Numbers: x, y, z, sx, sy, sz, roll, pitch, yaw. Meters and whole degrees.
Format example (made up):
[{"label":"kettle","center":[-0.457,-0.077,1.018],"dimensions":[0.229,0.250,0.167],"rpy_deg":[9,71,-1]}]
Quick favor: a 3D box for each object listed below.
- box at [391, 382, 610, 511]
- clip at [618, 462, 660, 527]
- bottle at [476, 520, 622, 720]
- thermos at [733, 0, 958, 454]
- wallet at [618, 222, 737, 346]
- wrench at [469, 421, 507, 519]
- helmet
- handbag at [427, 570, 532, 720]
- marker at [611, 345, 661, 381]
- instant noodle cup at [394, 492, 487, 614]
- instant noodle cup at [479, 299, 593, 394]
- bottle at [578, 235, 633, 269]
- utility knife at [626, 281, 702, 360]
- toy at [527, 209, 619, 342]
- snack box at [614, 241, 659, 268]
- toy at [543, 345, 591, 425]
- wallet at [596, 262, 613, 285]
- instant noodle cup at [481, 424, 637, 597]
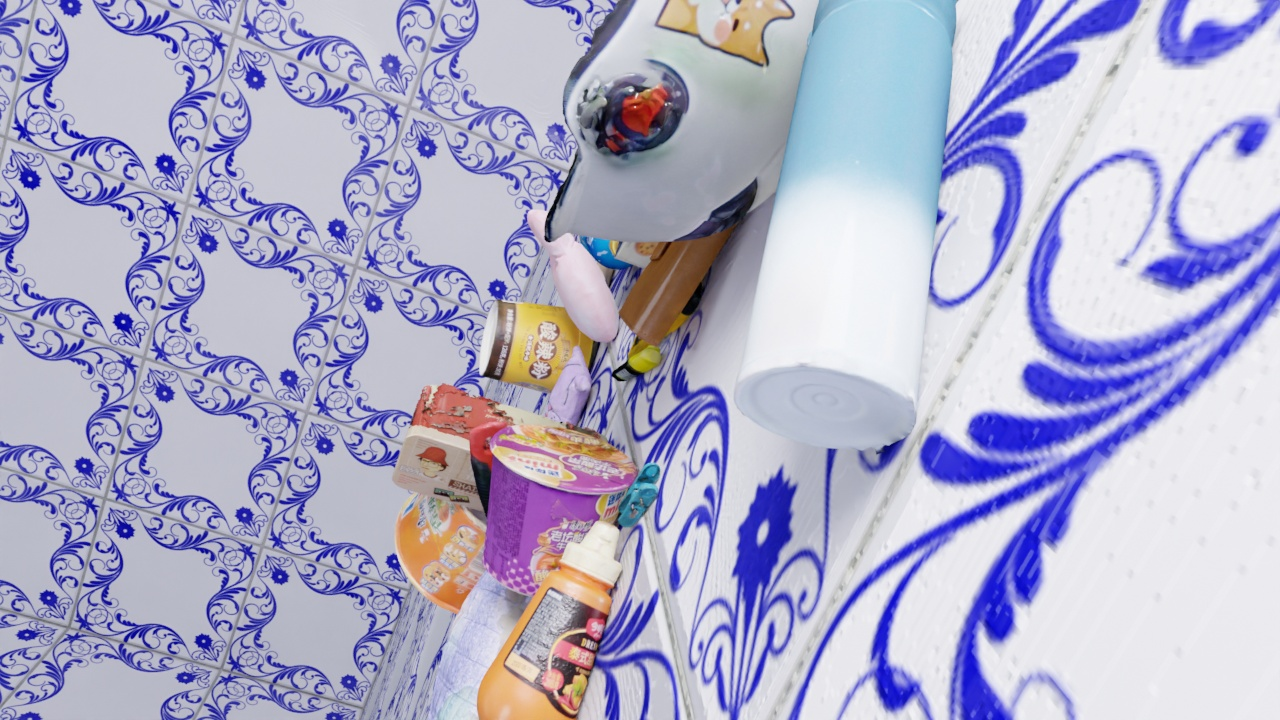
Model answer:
[{"label":"box","center":[-0.115,0.078,0.782],"dimensions":[0.092,0.168,0.075],"rpy_deg":[121,162,-45]},{"label":"clip","center":[-0.001,0.093,0.620],"dimensions":[0.047,0.014,0.057],"rpy_deg":[-84,17,-45]},{"label":"bottle","center":[-0.052,0.177,0.607],"dimensions":[0.149,0.066,0.067],"rpy_deg":[-65,10,-14]},{"label":"thermos","center":[0.087,-0.075,0.369],"dimensions":[0.070,0.070,0.220],"rpy_deg":[131,157,-60]},{"label":"wallet","center":[0.030,-0.077,0.677],"dimensions":[0.132,0.031,0.108],"rpy_deg":[-57,13,5]},{"label":"wrench","center":[-0.116,0.155,0.772],"dimensions":[0.016,0.056,0.274],"rpy_deg":[-119,25,-47]},{"label":"helmet","center":[0.046,-0.182,0.517],"dimensions":[0.229,0.157,0.275],"rpy_deg":[-79,4,-65]},{"label":"handbag","center":[-0.115,0.260,0.715],"dimensions":[0.134,0.075,0.193],"rpy_deg":[-58,17,31]},{"label":"marker","center":[-0.005,0.005,0.777],"dimensions":[0.124,0.018,0.015],"rpy_deg":[148,143,-73]},{"label":"instant noodle cup","center":[-0.141,0.150,0.867],"dimensions":[0.112,0.151,0.151],"rpy_deg":[-50,21,38]},{"label":"instant noodle cup","center":[-0.126,-0.017,1.089],"dimensions":[0.118,0.114,0.118],"rpy_deg":[-169,91,-73]},{"label":"bottle","center":[-0.028,-0.134,1.008],"dimensions":[0.218,0.065,0.065],"rpy_deg":[-124,55,-75]},{"label":"utility knife","center":[0.013,-0.026,0.752],"dimensions":[0.181,0.015,0.033],"rpy_deg":[-43,26,65]},{"label":"toy","center":[-0.070,-0.092,0.974],"dimensions":[0.054,0.159,0.121],"rpy_deg":[-31,16,-5]},{"label":"snack box","center":[0.039,-0.205,0.861],"dimensions":[0.178,0.046,0.182],"rpy_deg":[122,164,-47]},{"label":"toy","center":[-0.080,0.048,1.001],"dimensions":[0.108,0.039,0.083],"rpy_deg":[-64,21,22]},{"label":"wallet","center":[-0.059,-0.087,1.176],"dimensions":[0.087,0.024,0.115],"rpy_deg":[131,155,-64]},{"label":"instant noodle cup","center":[-0.065,0.113,0.677],"dimensions":[0.111,0.111,0.099],"rpy_deg":[-111,33,-73]}]
